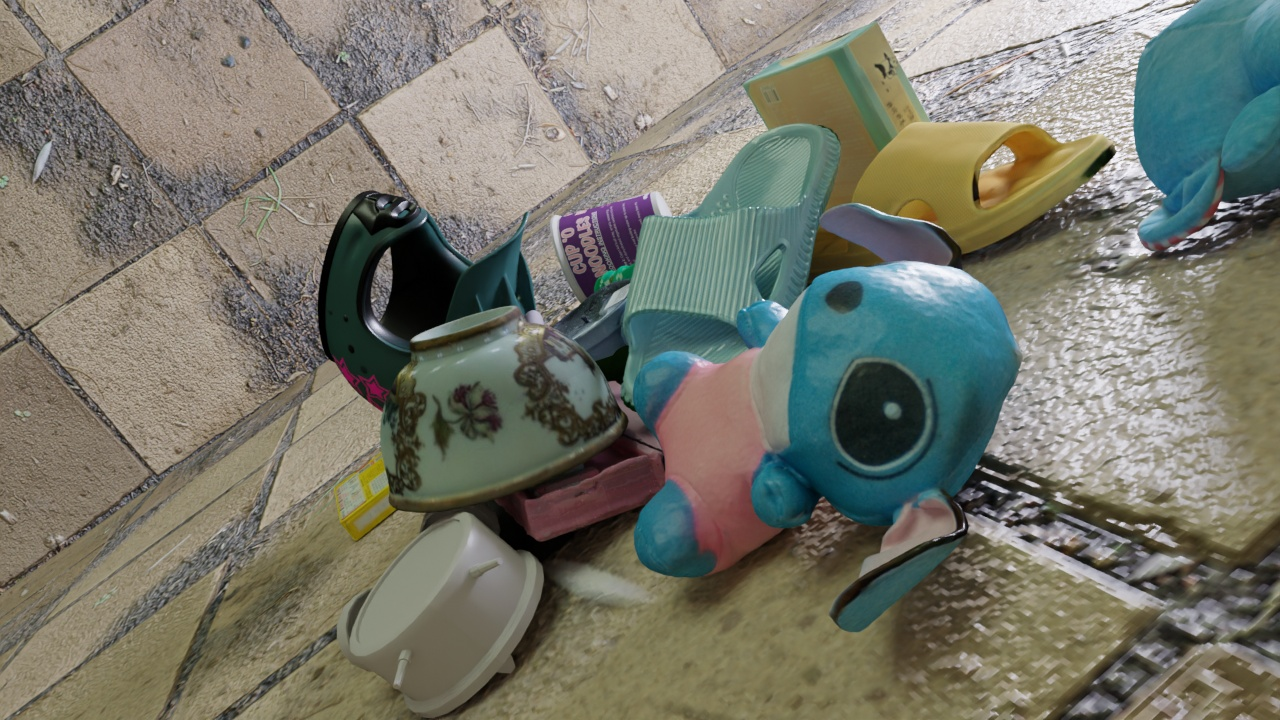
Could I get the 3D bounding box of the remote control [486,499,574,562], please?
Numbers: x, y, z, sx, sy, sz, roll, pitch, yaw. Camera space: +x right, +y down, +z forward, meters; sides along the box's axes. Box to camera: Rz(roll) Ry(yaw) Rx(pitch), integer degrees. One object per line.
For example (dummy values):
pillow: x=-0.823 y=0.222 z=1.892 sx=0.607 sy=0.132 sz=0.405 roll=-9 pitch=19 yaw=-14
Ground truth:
remote control: x=-0.086 y=0.114 z=0.633 sx=0.058 sy=0.013 sz=0.133 roll=-37 pitch=16 yaw=-9

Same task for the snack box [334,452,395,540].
snack box: x=-0.271 y=0.131 z=0.933 sx=0.075 sy=0.025 sz=0.152 roll=-39 pitch=17 yaw=-13

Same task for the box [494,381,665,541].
box: x=-0.028 y=0.056 z=0.650 sx=0.179 sy=0.040 sz=0.233 roll=-22 pitch=11 yaw=-17

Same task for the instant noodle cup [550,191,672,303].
instant noodle cup: x=-0.022 y=-0.138 z=1.057 sx=0.122 sy=0.122 sz=0.136 roll=-21 pitch=46 yaw=13

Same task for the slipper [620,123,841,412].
slipper: x=0.063 y=-0.082 z=0.623 sx=0.116 sy=0.069 sz=0.275 roll=4 pitch=53 yaw=33

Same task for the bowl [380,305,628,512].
bowl: x=-0.097 y=0.020 z=0.584 sx=0.160 sy=0.094 sz=0.159 roll=-16 pitch=11 yaw=3

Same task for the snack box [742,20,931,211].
snack box: x=0.168 y=-0.191 z=0.765 sx=0.044 sy=0.141 sz=0.194 roll=-37 pitch=16 yaw=-8

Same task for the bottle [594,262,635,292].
bottle: x=0.041 y=-0.095 z=0.878 sx=0.210 sy=0.068 sz=0.067 roll=-21 pitch=21 yaw=40

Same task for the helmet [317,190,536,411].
helmet: x=-0.202 y=-0.046 z=0.933 sx=0.175 sy=0.200 sz=0.276 roll=-55 pitch=-13 yaw=-44

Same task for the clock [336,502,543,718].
clock: x=-0.117 y=0.138 z=0.532 sx=0.119 sy=0.061 sz=0.159 roll=-50 pitch=21 yaw=-15

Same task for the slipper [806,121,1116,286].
slipper: x=0.183 y=-0.114 z=0.634 sx=0.099 sy=0.078 sz=0.264 roll=-45 pitch=17 yaw=-28

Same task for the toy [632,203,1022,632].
toy: x=0.073 y=0.033 z=0.411 sx=0.192 sy=0.099 sz=0.223 roll=-28 pitch=35 yaw=34

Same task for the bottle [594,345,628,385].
bottle: x=-0.004 y=0.004 z=0.683 sx=0.123 sy=0.033 sz=0.032 roll=-8 pitch=30 yaw=45

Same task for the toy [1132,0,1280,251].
toy: x=0.300 y=-0.130 z=0.399 sx=0.183 sy=0.115 sz=0.180 roll=-57 pitch=-2 yaw=2

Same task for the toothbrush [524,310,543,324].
toothbrush: x=-0.090 y=-0.016 z=0.795 sx=0.019 sy=0.018 sz=0.188 roll=-43 pitch=16 yaw=3

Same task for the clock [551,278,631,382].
clock: x=-0.024 y=-0.028 z=0.830 sx=0.162 sy=0.060 sz=0.117 roll=-27 pitch=18 yaw=24
